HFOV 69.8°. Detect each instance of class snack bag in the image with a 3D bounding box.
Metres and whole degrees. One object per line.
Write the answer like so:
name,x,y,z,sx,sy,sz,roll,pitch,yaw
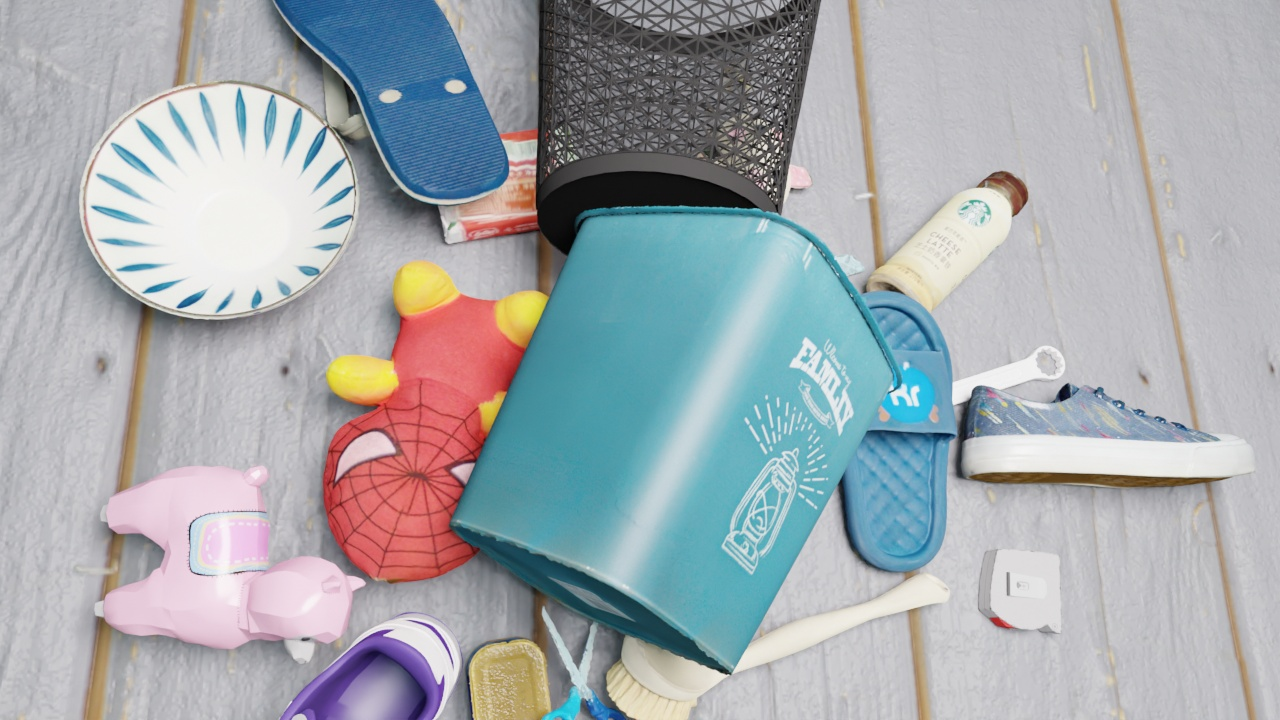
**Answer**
snack bag,-0.103,-0.138,0.715,0.115,0.036,0.077,-12,77,-14

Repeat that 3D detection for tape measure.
tape measure,0.294,0.176,0.706,0.062,0.020,0.060,9,72,-8

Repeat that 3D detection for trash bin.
trash bin,0.022,-0.200,0.657,0.217,0.217,0.242,9,71,-8
trash bin,0.017,0.050,0.571,0.196,0.199,0.218,47,62,-41

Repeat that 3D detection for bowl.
bowl,-0.288,-0.103,0.651,0.177,0.071,0.177,3,74,-10

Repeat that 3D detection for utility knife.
utility knife,0.096,-0.062,0.734,0.202,0.020,0.028,-12,81,-21

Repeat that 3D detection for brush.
brush,0.104,0.195,0.649,0.271,0.077,0.062,-9,40,-20

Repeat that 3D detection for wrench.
wrench,0.228,0.035,0.741,0.273,0.009,0.047,-16,77,-15

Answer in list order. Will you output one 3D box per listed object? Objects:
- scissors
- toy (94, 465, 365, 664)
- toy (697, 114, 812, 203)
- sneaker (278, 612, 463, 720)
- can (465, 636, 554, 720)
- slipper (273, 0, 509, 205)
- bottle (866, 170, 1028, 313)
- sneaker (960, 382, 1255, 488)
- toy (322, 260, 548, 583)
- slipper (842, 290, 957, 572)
scissors,-0.037,0.222,0.603,0.014,0.127,0.133,-23,118,19
toy,-0.254,0.127,0.574,0.157,0.067,0.123,-6,76,9
toy,0.089,-0.160,0.754,0.112,0.050,0.087,-10,75,-19
sneaker,-0.199,0.254,0.541,0.092,0.111,0.243,41,71,3
can,-0.083,0.233,0.598,0.054,0.059,0.099,-7,76,-13
slipper,-0.189,-0.216,0.705,0.118,0.060,0.294,-23,64,-21
bottle,0.258,-0.096,0.760,0.161,0.057,0.056,-41,85,-19
sneaker,0.367,0.057,0.721,0.235,0.087,0.079,3,75,-6
toy,-0.138,0.045,0.622,0.147,0.099,0.216,14,70,4
slipper,0.198,0.052,0.691,0.103,0.059,0.213,-2,87,-15
